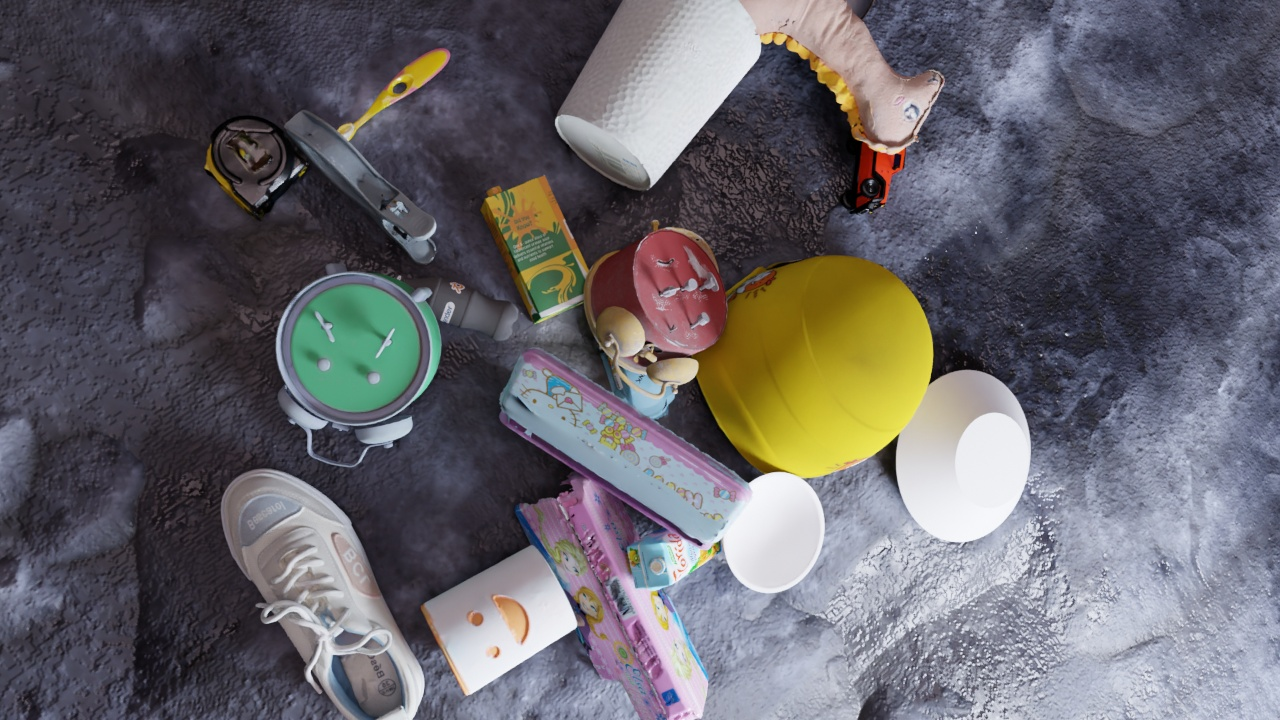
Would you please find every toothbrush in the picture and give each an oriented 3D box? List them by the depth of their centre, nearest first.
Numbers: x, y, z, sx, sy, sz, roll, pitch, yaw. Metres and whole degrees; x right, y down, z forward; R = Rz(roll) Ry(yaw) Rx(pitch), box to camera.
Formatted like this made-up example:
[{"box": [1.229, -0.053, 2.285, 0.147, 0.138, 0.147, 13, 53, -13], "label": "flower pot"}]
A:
[{"box": [-0.220, -0.236, 0.814, 0.021, 0.016, 0.135, 47, 75, -5], "label": "toothbrush"}]

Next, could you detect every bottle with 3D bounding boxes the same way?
[{"box": [-0.163, -0.050, 0.801, 0.110, 0.036, 0.036, 20, 79, -13], "label": "bottle"}]

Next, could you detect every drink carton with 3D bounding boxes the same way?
[{"box": [0.031, 0.164, 0.795, 0.039, 0.128, 0.044, -13, 87, 25], "label": "drink carton"}, {"box": [-0.092, -0.102, 0.824, 0.058, 0.041, 0.122, -26, 92, -17], "label": "drink carton"}]

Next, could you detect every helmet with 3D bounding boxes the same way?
[{"box": [0.181, -0.005, 0.840, 0.239, 0.140, 0.209, -32, 93, -17], "label": "helmet"}]

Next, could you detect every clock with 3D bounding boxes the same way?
[{"box": [-0.233, 0.008, 0.749, 0.122, 0.075, 0.161, 15, 95, -4], "label": "clock"}, {"box": [0.017, -0.042, 0.797, 0.117, 0.081, 0.158, 35, 53, -27], "label": "clock"}]

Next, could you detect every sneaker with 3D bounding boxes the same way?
[{"box": [-0.248, 0.190, 0.726, 0.089, 0.091, 0.242, -32, 93, -15], "label": "sneaker"}]

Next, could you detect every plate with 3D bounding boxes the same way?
[{"box": [0.336, 0.097, 0.911, 0.173, 0.036, 0.174, -1, 92, -23], "label": "plate"}]

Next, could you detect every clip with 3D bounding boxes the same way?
[{"box": [-0.233, -0.145, 0.784, 0.162, 0.090, 0.027, 42, 76, 6], "label": "clip"}]

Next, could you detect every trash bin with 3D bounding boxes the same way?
[{"box": [0.010, -0.249, 0.827, 0.133, 0.133, 0.161, 35, 81, -10], "label": "trash bin"}]

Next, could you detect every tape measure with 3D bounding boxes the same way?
[{"box": [-0.323, -0.165, 0.766, 0.072, 0.042, 0.071, 40, 79, -6], "label": "tape measure"}]

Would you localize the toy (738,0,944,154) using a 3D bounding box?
[{"box": [0.153, -0.295, 0.877, 0.196, 0.065, 0.264, -32, 94, 11], "label": "toy"}]

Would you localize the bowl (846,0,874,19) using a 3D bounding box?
[{"box": [0.179, -0.374, 0.915, 0.114, 0.045, 0.114, 2, 99, 13], "label": "bowl"}]

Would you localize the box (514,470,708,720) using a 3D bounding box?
[{"box": [-0.030, 0.212, 0.801, 0.091, 0.084, 0.230, -26, 92, 11], "label": "box"}]

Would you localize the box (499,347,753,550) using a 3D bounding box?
[{"box": [-0.018, 0.078, 0.756, 0.214, 0.140, 0.062, 32, 69, 4], "label": "box"}]

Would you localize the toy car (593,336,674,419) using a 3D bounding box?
[{"box": [-0.005, 0.005, 0.845, 0.060, 0.027, 0.107, -17, 89, -17], "label": "toy car"}]

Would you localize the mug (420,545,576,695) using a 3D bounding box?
[{"box": [-0.118, 0.214, 0.764, 0.105, 0.082, 0.082, -27, 92, -17], "label": "mug"}]

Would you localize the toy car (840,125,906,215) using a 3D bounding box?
[{"box": [0.237, -0.195, 0.921, 0.048, 0.051, 0.100, 9, 82, -13], "label": "toy car"}]

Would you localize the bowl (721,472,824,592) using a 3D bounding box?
[{"box": [0.114, 0.156, 0.854, 0.109, 0.041, 0.110, -1, 92, -26], "label": "bowl"}]
